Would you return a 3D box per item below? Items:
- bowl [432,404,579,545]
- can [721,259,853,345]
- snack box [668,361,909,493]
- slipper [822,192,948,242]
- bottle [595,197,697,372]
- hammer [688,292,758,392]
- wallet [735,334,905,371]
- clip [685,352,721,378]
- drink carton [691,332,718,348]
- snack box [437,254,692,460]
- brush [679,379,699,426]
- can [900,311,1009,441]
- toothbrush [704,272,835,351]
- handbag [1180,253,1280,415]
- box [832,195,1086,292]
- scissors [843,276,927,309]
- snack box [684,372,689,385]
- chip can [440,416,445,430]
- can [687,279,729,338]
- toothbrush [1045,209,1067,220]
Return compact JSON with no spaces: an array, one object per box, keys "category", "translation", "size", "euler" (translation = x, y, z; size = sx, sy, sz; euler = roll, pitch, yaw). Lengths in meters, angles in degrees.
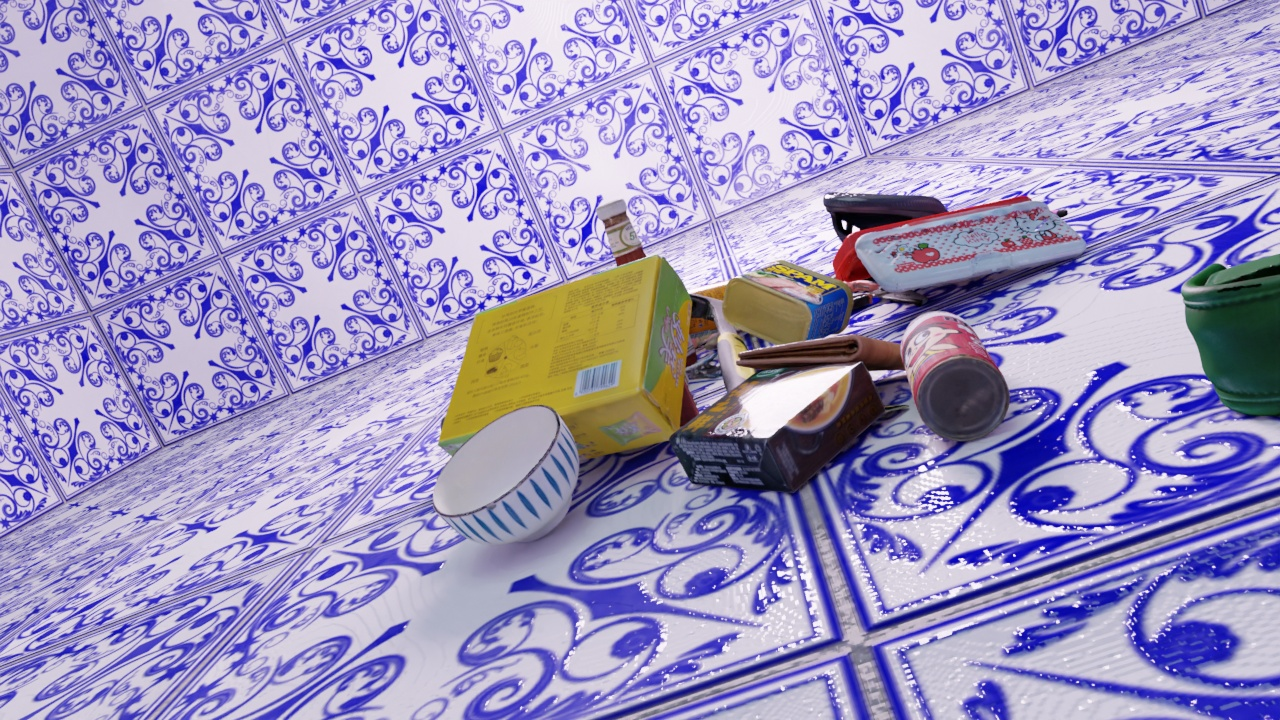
[{"category":"bowl","translation":[-0.094,0.096,0.703],"size":[0.117,0.066,0.116],"euler":[-27,27,15]},{"category":"can","translation":[0.143,-0.054,0.897],"size":[0.102,0.057,0.083],"euler":[26,30,31]},{"category":"snack box","translation":[0.104,0.044,0.653],"size":[0.125,0.053,0.113],"euler":[-35,15,-29]},{"category":"slipper","translation":[0.290,-0.137,1.028],"size":[0.111,0.083,0.267],"euler":[7,4,33]},{"category":"bottle","translation":[0.004,-0.079,1.021],"size":[0.060,0.206,0.059],"euler":[-21,11,4]},{"category":"hammer","translation":[0.085,-0.011,0.878],"size":[0.126,0.032,0.322],"euler":[14,17,-4]},{"category":"wallet","translation":[0.148,-0.001,0.710],"size":[0.115,0.020,0.101],"euler":[-6,-10,44]},{"category":"clip","translation":[0.067,0.007,0.974],"size":[0.026,0.043,0.058],"euler":[-34,7,-34]},{"category":"drink carton","translation":[0.065,-0.042,1.143],"size":[0.122,0.045,0.053],"euler":[-30,22,-23]},{"category":"snack box","translation":[-0.063,0.009,0.810],"size":[0.210,0.070,0.157],"euler":[-16,46,27]},{"category":"brush","translation":[-0.024,0.050,0.838],"size":[0.146,0.063,0.069],"euler":[-20,13,20]},{"category":"can","translation":[0.202,0.006,0.603],"size":[0.053,0.053,0.132],"euler":[-20,11,16]},{"category":"toothbrush","translation":[0.156,-0.056,1.049],"size":[0.188,0.016,0.017],"euler":[-28,12,14]},{"category":"handbag","translation":[0.347,-0.026,0.449],"size":[0.132,0.068,0.119],"euler":[-16,6,39]},{"category":"box","translation":[0.297,-0.111,0.877],"size":[0.201,0.074,0.154],"euler":[-12,11,-7]},{"category":"scissors","translation":[0.255,-0.074,0.993],"size":[0.226,0.015,0.188],"euler":[-16,13,30]},{"category":"snack box","translation":[-0.005,0.005,0.926],"size":[0.077,0.094,0.092],"euler":[-22,11,11]},{"category":"chip can","translation":[-0.117,0.045,1.029],"size":[0.212,0.072,0.072],"euler":[-30,13,-34]},{"category":"can","translation":[0.106,-0.066,1.085],"size":[0.146,0.058,0.058],"euler":[-14,9,-10]},{"category":"toothbrush","translation":[0.424,-0.162,1.075],"size":[0.017,0.014,0.189],"euler":[-14,7,-23]}]
